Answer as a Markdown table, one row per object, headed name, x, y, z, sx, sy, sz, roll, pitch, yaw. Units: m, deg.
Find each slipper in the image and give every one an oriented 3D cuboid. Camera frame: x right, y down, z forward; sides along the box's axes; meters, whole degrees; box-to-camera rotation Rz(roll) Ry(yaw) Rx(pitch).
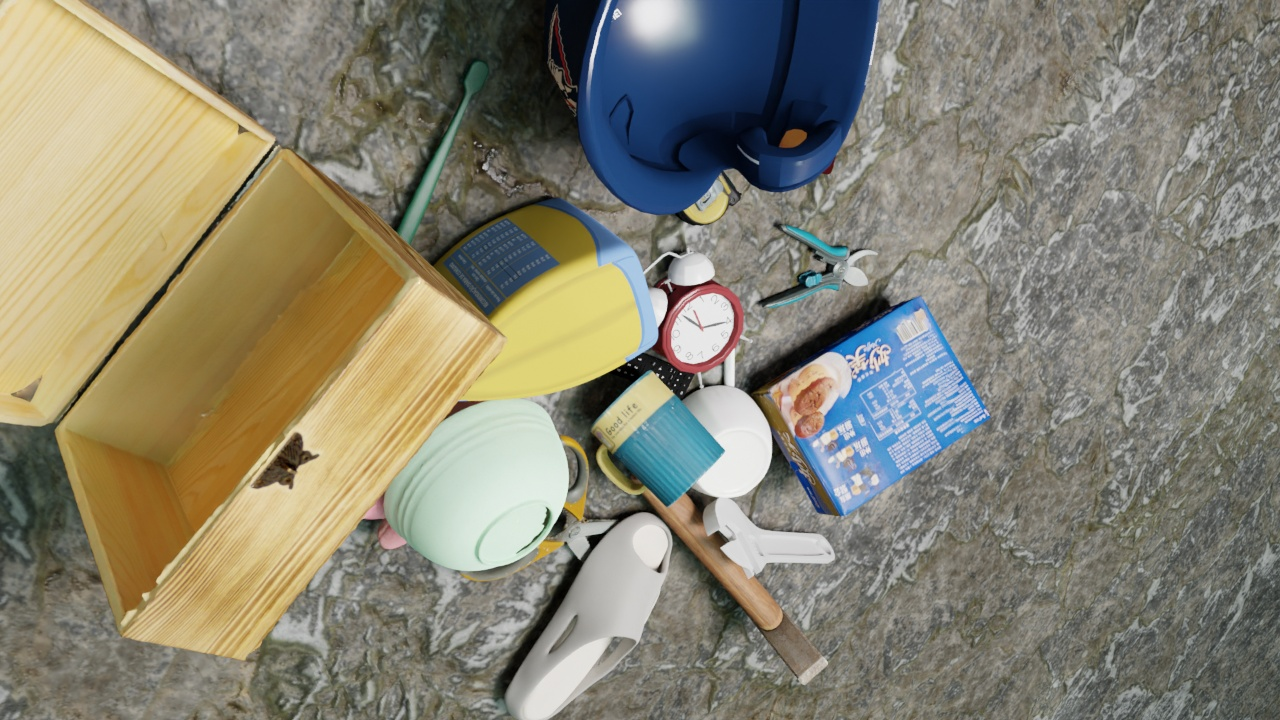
| name | x | y | z | sx | sy | sz | roll | pitch | yaw |
| --- | --- | --- | --- | --- | --- | --- | --- | --- | --- |
| slipper | -0.039 | 0.290 | 0.967 | 0.266 | 0.080 | 0.113 | -54 | 136 | 2 |

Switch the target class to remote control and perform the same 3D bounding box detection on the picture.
| name | x | y | z | sx | sy | sz | roll | pitch | yaw |
| --- | --- | --- | --- | --- | --- | --- | --- | --- | --- |
| remote control | -0.005 | 0.005 | 0.904 | 0.140 | 0.009 | 0.030 | 21 | 101 | -34 |

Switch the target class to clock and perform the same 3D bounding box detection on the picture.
| name | x | y | z | sx | sy | sz | roll | pitch | yaw |
| --- | --- | --- | --- | --- | --- | --- | --- | --- | --- |
| clock | 0.045 | -0.044 | 0.885 | 0.096 | 0.048 | 0.137 | -42 | 127 | -5 |

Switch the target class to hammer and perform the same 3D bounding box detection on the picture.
| name | x | y | z | sx | sy | sz | roll | pitch | yaw |
| --- | --- | --- | --- | --- | --- | --- | --- | --- | --- |
| hammer | 0.087 | 0.217 | 0.992 | 0.037 | 0.158 | 0.301 | -40 | 113 | -3 |

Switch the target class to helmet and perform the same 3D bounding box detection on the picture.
| name | x | y | z | sx | sy | sz | roll | pitch | yaw |
| --- | --- | --- | --- | --- | --- | --- | --- | --- | --- |
| helmet | 0.029 | -0.236 | 0.674 | 0.271 | 0.223 | 0.233 | -54 | 148 | -34 |

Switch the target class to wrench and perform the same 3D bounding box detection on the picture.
| name | x | y | z | sx | sy | sz | roll | pitch | yaw |
| --- | --- | --- | --- | --- | --- | --- | --- | --- | --- |
| wrench | 0.151 | 0.199 | 1.027 | 0.018 | 0.086 | 0.273 | -38 | 152 | 22 |

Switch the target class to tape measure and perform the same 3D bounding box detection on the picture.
| name | x | y | z | sx | sy | sz | roll | pitch | yaw |
| --- | --- | --- | --- | --- | --- | --- | --- | --- | --- |
| tape measure | 0.057 | -0.155 | 0.849 | 0.061 | 0.034 | 0.061 | -44 | 125 | -2 |

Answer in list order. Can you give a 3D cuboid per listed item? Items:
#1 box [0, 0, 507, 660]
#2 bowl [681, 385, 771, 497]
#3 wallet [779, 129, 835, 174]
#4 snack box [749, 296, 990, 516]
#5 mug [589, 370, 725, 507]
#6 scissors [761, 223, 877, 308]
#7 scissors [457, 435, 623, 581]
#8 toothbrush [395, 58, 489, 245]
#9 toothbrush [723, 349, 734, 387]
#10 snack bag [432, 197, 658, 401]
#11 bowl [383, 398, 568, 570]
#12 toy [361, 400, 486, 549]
| name | x | y | z | sx | sy | sz | roll | pitch | yaw |
| --- | --- | --- | --- | --- | --- | --- | --- | --- | --- |
| box | -0.328 | -0.040 | 0.569 | 0.279 | 0.284 | 0.323 | -52 | 138 | 1 |
| bowl | 0.084 | 0.090 | 0.948 | 0.116 | 0.065 | 0.116 | -7 | 116 | -15 |
| wallet | 0.158 | -0.242 | 0.877 | 0.091 | 0.018 | 0.116 | 4 | 107 | -30 |
| snack box | 0.245 | 0.049 | 0.985 | 0.202 | 0.069 | 0.155 | -31 | 92 | -13 |
| mug | 0.009 | 0.084 | 0.881 | 0.114 | 0.107 | 0.083 | -48 | 175 | 35 |
| scissors | 0.183 | -0.102 | 0.953 | 0.153 | 0.019 | 0.124 | -32 | 125 | -15 |
| scissors | -0.074 | 0.154 | 0.904 | 0.224 | 0.016 | 0.217 | -2 | 120 | -44 |
| toothbrush | -0.168 | -0.153 | 0.739 | 0.016 | 0.017 | 0.190 | 20 | 103 | -34 |
| toothbrush | 0.091 | 0.046 | 0.975 | 0.017 | 0.012 | 0.187 | -13 | 118 | -21 |
| snack bag | -0.113 | -0.036 | 0.735 | 0.205 | 0.159 | 0.102 | -26 | 124 | -15 |
| bowl | -0.114 | 0.109 | 0.714 | 0.150 | 0.077 | 0.151 | -28 | 144 | -23 |
| toy | -0.181 | 0.091 | 0.773 | 0.236 | 0.097 | 0.192 | -10 | 130 | -55 |
